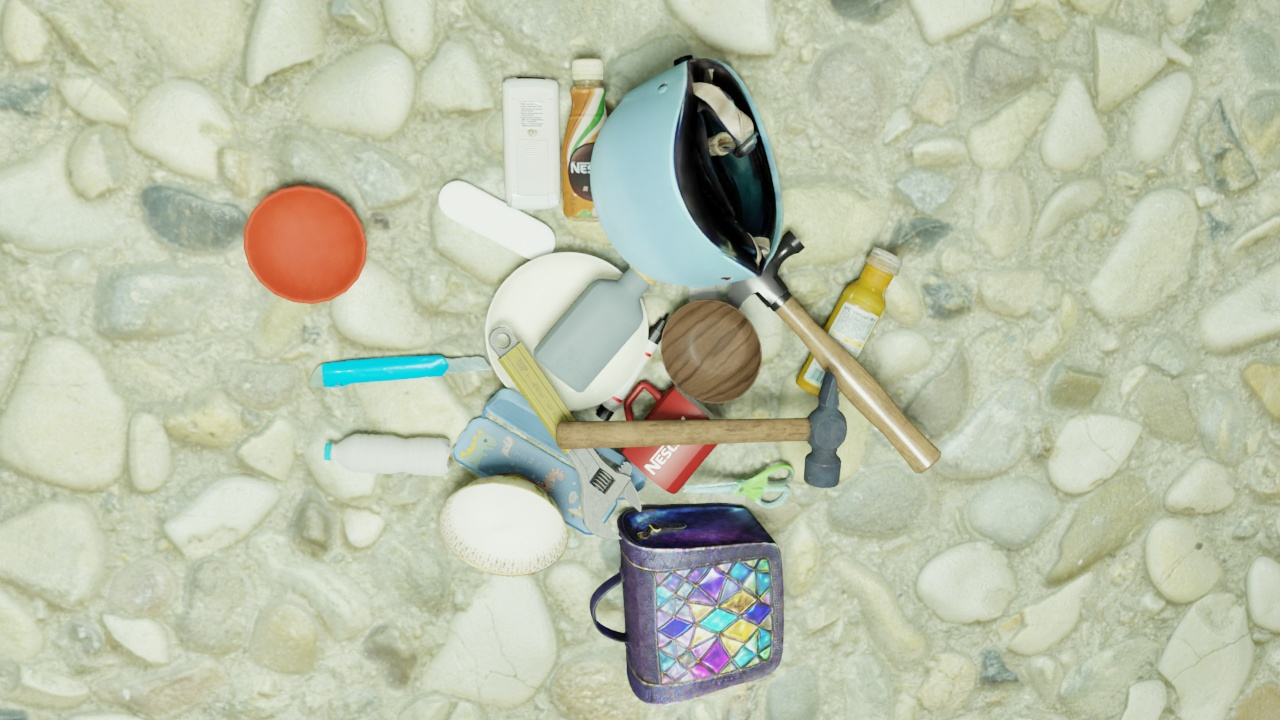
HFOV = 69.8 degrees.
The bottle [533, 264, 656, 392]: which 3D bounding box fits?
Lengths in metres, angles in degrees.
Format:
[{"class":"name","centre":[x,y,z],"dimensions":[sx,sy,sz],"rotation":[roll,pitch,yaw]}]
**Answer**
[{"class":"bottle","centre":[-0.039,-0.047,0.998],"dimensions":[0.072,0.046,0.161],"rotation":[40,95,-17]}]

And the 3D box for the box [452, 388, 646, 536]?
[{"class":"box","centre":[-0.105,0.118,1.075],"dimensions":[0.209,0.039,0.127],"rotation":[33,119,-17]}]

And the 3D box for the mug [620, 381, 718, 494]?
[{"class":"mug","centre":[0.028,0.082,1.069],"dimensions":[0.116,0.080,0.096],"rotation":[40,95,12]}]

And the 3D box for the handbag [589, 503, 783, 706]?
[{"class":"handbag","centre":[0.050,0.286,1.099],"dimensions":[0.222,0.125,0.205],"rotation":[-6,106,-11]}]

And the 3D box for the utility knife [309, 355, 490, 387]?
[{"class":"utility knife","centre":[-0.268,0.011,1.026],"dimensions":[0.198,0.015,0.031],"rotation":[-3,108,-6]}]

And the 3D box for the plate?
[{"class":"plate","centre":[-0.084,-0.034,1.037],"dimensions":[0.182,0.034,0.182],"rotation":[-2,105,-9]}]

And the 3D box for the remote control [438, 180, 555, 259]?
[{"class":"remote control","centre":[-0.156,-0.153,1.003],"dimensions":[0.136,0.013,0.043],"rotation":[27,99,-16]}]

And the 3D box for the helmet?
[{"class":"helmet","centre":[0.047,-0.186,0.929],"dimensions":[0.167,0.264,0.225],"rotation":[-8,107,32]}]

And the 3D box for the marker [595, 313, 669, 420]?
[{"class":"marker","centre":[-0.007,0.007,1.069],"dimensions":[0.019,0.019,0.146],"rotation":[30,98,-16]}]

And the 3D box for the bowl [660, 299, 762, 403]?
[{"class":"bowl","centre":[0.083,-0.013,1.034],"dimensions":[0.119,0.032,0.119],"rotation":[7,107,23]}]

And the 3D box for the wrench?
[{"class":"wrench","centre":[-0.087,0.080,1.017],"dimensions":[0.083,0.018,0.273],"rotation":[-39,101,-20]}]

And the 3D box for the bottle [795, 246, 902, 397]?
[{"class":"bottle","centre":[0.248,-0.043,1.084],"dimensions":[0.053,0.053,0.186],"rotation":[24,100,-15]}]

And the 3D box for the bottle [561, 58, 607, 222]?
[{"class":"bottle","centre":[-0.055,-0.233,0.976],"dimensions":[0.059,0.059,0.167],"rotation":[-3,105,-10]}]

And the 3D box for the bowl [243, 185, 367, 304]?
[{"class":"bowl","centre":[-0.349,-0.122,0.965],"dimensions":[0.122,0.035,0.122],"rotation":[-2,105,-9]}]

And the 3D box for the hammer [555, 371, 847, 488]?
[{"class":"hammer","centre":[0.069,0.077,1.002],"dimensions":[0.321,0.040,0.129],"rotation":[-1,106,-8]}]

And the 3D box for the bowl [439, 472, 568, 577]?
[{"class":"bowl","centre":[-0.152,0.175,1.054],"dimensions":[0.145,0.063,0.145],"rotation":[2,124,3]}]

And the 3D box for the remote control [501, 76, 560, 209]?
[{"class":"remote control","centre":[-0.116,-0.231,0.979],"dimensions":[0.060,0.025,0.138],"rotation":[-2,100,-12]}]

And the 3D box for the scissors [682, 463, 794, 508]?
[{"class":"scissors","centre":[0.118,0.151,1.102],"dimensions":[0.173,0.033,0.065],"rotation":[1,117,-38]}]

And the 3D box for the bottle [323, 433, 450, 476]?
[{"class":"bottle","centre":[-0.284,0.106,1.033],"dimensions":[0.136,0.044,0.044],"rotation":[4,104,-11]}]

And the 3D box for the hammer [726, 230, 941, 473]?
[{"class":"hammer","centre":[0.223,0.009,1.048],"dimensions":[0.132,0.040,0.305],"rotation":[-42,87,9]}]

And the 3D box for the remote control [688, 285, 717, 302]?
[{"class":"remote control","centre":[0.074,-0.064,1.068],"dimensions":[0.033,0.012,0.131],"rotation":[-7,106,-8]}]
